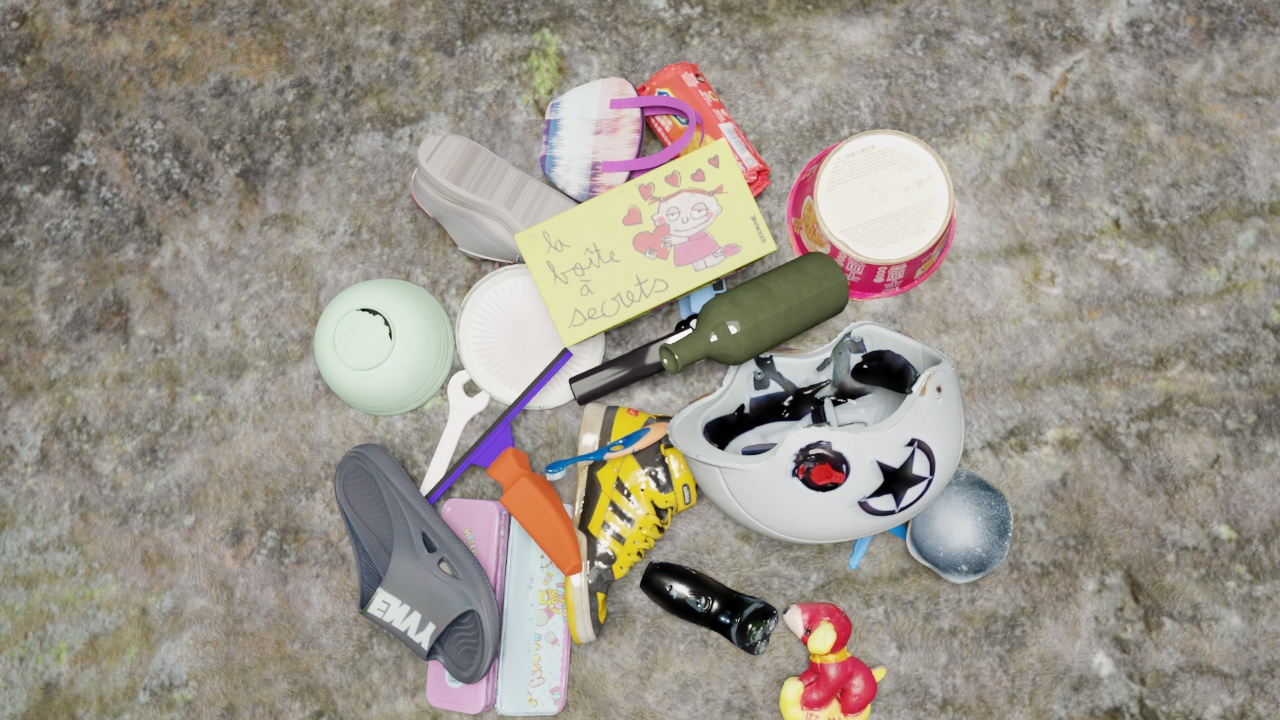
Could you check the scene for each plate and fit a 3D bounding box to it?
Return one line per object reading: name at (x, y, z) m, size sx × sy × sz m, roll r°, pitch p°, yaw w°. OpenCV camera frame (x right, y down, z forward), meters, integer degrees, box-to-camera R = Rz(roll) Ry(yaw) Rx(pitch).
plate at (-0.114, -0.024, 0.955) m, size 0.157 × 0.014 × 0.157 m, roll 1°, pitch 108°, yaw 4°

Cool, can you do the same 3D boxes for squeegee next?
squeegee at (-0.106, 0.135, 0.885) m, size 0.250 × 0.055 × 0.184 m, roll -46°, pitch 51°, yaw 7°

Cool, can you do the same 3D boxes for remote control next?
remote control at (-0.005, 0.005, 0.914) m, size 0.136 × 0.015 × 0.032 m, roll -24°, pitch 90°, yaw 2°

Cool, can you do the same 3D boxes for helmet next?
helmet at (0.168, 0.083, 0.853) m, size 0.264 × 0.236 × 0.164 m, roll -19°, pitch 107°, yaw -4°

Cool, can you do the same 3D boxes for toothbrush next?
toothbrush at (-0.029, 0.085, 0.865) m, size 0.134 × 0.017 × 0.021 m, roll -19°, pitch 47°, yaw -26°

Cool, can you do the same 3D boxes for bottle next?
bottle at (0.109, -0.041, 0.894) m, size 0.206 × 0.072 × 0.071 m, roll -26°, pitch 80°, yaw -26°

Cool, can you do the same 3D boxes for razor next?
razor at (0.066, 0.242, 0.908) m, size 0.140 × 0.064 × 0.053 m, roll 23°, pitch 83°, yaw 5°

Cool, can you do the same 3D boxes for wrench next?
wrench at (-0.225, 0.139, 0.972) m, size 0.047 × 0.009 × 0.273 m, roll 21°, pitch 85°, yaw 7°

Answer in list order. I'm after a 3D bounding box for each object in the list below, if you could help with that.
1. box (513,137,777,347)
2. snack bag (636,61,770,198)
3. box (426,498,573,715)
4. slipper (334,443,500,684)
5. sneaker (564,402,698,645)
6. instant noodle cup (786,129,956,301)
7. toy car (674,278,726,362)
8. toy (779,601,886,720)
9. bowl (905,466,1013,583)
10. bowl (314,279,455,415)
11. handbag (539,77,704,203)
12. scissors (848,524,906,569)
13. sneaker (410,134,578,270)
box at (0.003, -0.108, 0.882) m, size 0.221 × 0.082 × 0.124 m, roll -23°, pitch 90°, yaw -2°
snack bag at (0.068, -0.234, 0.968) m, size 0.082 × 0.082 × 0.176 m, roll -33°, pitch 82°, yaw -1°
box at (-0.140, 0.249, 0.935) m, size 0.149 × 0.051 × 0.214 m, roll 3°, pitch 83°, yaw 1°
slipper at (-0.234, 0.197, 0.890) m, size 0.268 × 0.083 × 0.111 m, roll 51°, pitch 121°, yaw 18°
sneaker at (-0.006, 0.162, 0.911) m, size 0.122 × 0.086 × 0.238 m, roll 2°, pitch 79°, yaw 9°
instant noodle cup at (0.242, -0.158, 0.941) m, size 0.179 × 0.078 × 0.178 m, roll -1°, pitch 82°, yaw 4°
toy car at (0.060, -0.076, 0.953) m, size 0.054 × 0.056 × 0.153 m, roll -9°, pitch 87°, yaw -11°
toy at (0.187, 0.304, 0.894) m, size 0.105 × 0.067 × 0.137 m, roll -3°, pitch 90°, yaw -3°
bowl at (0.304, 0.159, 0.901) m, size 0.110 × 0.055 × 0.110 m, roll 1°, pitch 85°, yaw -7°
bowl at (-0.278, -0.019, 0.964) m, size 0.151 × 0.077 × 0.151 m, roll -1°, pitch 83°, yaw 4°
handbag at (-0.014, -0.228, 0.939) m, size 0.170 × 0.068 × 0.144 m, roll 2°, pitch 82°, yaw 34°
scissors at (0.236, 0.153, 0.932) m, size 0.130 × 0.014 × 0.125 m, roll 23°, pitch 86°, yaw 7°
sneaker at (-0.142, -0.139, 0.974) m, size 0.236 × 0.090 × 0.099 m, roll 35°, pitch 52°, yaw -11°
